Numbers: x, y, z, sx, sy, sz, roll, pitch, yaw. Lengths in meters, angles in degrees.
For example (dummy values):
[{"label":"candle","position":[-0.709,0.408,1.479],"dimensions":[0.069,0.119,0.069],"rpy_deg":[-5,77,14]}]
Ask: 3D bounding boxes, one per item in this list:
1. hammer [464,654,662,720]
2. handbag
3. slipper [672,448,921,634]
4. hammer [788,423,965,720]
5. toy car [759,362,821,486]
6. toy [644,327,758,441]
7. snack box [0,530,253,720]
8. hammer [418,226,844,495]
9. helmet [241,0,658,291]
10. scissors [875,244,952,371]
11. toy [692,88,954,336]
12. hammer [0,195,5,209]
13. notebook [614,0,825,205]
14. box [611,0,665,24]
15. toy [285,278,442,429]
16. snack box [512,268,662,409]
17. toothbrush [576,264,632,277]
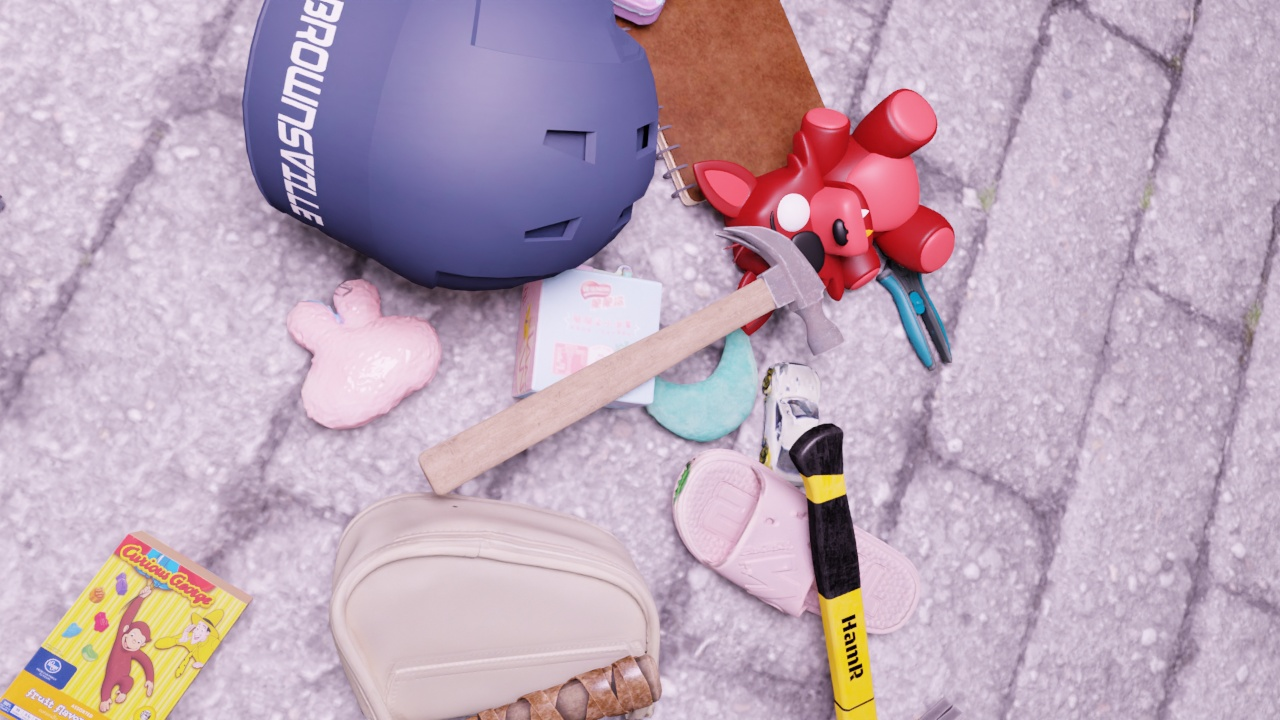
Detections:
[{"label":"hammer","position":[-0.140,0.255,0.601],"dimensions":[0.318,0.049,0.122],"rpy_deg":[-15,122,-9]},{"label":"handbag","position":[-0.102,0.179,0.667],"dimensions":[0.229,0.132,0.184],"rpy_deg":[-1,108,-14]},{"label":"slipper","position":[0.131,0.156,0.730],"dimensions":[0.239,0.064,0.094],"rpy_deg":[30,91,-15]},{"label":"hammer","position":[0.160,0.199,0.703],"dimensions":[0.169,0.034,0.325],"rpy_deg":[-17,108,-16]},{"label":"toy car","position":[0.128,0.053,0.769],"dimensions":[0.048,0.033,0.105],"rpy_deg":[6,80,-15]},{"label":"toy","position":[0.052,0.022,0.748],"dimensions":[0.105,0.033,0.085],"rpy_deg":[-25,92,-14]},{"label":"snack box","position":[-0.336,0.191,0.605],"dimensions":[0.088,0.040,0.125],"rpy_deg":[36,74,-10]},{"label":"hammer","position":[-0.004,0.004,0.659],"dimensions":[0.330,0.031,0.119],"rpy_deg":[-28,94,-18]},{"label":"helmet","position":[-0.093,-0.162,0.610],"dimensions":[0.223,0.271,0.233],"rpy_deg":[18,119,4]},{"label":"scissors","position":[0.247,-0.064,0.828],"dimensions":[0.138,0.019,0.136],"rpy_deg":[18,76,-13]},{"label":"toy","position":[0.152,-0.121,0.756],"dimensions":[0.197,0.120,0.158],"rpy_deg":[-24,115,-14]},{"label":"hammer","position":[-0.586,-0.155,0.572],"dimensions":[0.322,0.044,0.098],"rpy_deg":[32,75,-11]},{"label":"notebook","position":[0.061,-0.258,0.793],"dimensions":[0.167,0.024,0.225],"rpy_deg":[-23,90,-20]},{"label":"box","position":[-0.071,-0.344,0.739],"dimensions":[0.214,0.033,0.076],"rpy_deg":[23,77,-2]},{"label":"toy","position":[-0.205,-0.008,0.668],"dimensions":[0.108,0.053,0.105],"rpy_deg":[-32,82,-18]},{"label":"snack box","position":[-0.042,-0.015,0.700],"dimensions":[0.093,0.080,0.094],"rpy_deg":[7,83,-18]},{"label":"toothbrush","position":[-0.079,-0.080,0.731],"dimensions":[0.154,0.015,0.022],"rpy_deg":[10,45,-16]}]
